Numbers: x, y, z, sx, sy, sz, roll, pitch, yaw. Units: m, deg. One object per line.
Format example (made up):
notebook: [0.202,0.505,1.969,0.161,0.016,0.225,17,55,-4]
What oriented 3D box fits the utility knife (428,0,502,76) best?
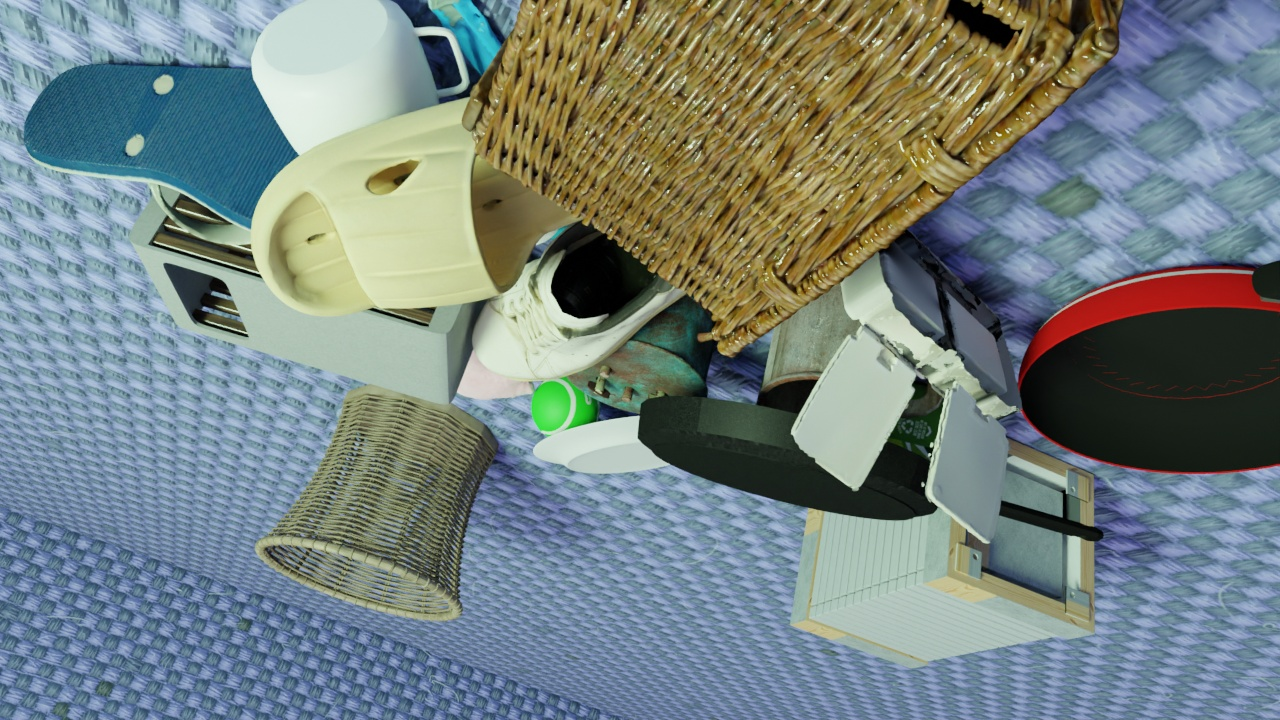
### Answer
utility knife: [-0.068,-0.158,0.574,0.031,0.015,0.196,0,149,36]

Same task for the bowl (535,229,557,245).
bowl: [-0.100,-0.126,0.614,0.110,0.040,0.110,13,152,7]

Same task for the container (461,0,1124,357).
container: [0.046,-0.147,0.398,0.183,0.161,0.251,28,149,-12]

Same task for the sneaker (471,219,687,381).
sneaker: [-0.046,-0.038,0.629,0.242,0.102,0.089,-30,93,36]

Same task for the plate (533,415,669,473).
plate: [-0.008,0.086,0.882,0.188,0.016,0.189,-7,162,-2]

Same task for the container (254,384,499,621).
container: [-0.280,0.159,1.032,0.227,0.195,0.227,12,151,7]

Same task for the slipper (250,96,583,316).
slipper: [-0.092,-0.088,0.520,0.261,0.079,0.111,-23,135,-5]

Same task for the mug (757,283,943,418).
mug: [0.150,-0.005,0.637,0.123,0.110,0.096,14,156,2]

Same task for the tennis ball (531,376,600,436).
tennis ball: [-0.071,0.044,0.867,0.065,0.065,0.065,12,151,7]

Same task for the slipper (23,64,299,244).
slipper: [-0.276,-0.139,0.617,0.295,0.118,0.060,13,165,14]

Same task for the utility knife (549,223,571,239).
utility knife: [-0.042,-0.092,0.674,0.118,0.015,0.022,15,144,6]

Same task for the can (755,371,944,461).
can: [0.167,0.046,0.737,0.144,0.082,0.083,14,151,3]

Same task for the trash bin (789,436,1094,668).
trash bin: [0.273,0.182,0.858,0.142,0.142,0.248,22,150,-12]

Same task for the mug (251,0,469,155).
mug: [-0.159,-0.164,0.533,0.115,0.094,0.068,-11,146,1]

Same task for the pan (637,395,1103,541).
pan: [0.169,0.093,0.675,0.356,0.034,0.225,16,167,-2]

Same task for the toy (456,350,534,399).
toy: [-0.144,0.006,0.851,0.093,0.050,0.102,10,147,16]

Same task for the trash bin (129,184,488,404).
trash bin: [-0.237,-0.070,0.702,0.229,0.114,0.115,17,151,-2]

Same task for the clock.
clock: [-0.005,0.005,0.761,0.121,0.073,0.158,19,151,-5]

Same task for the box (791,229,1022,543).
box: [0.168,0.003,0.562,0.145,0.185,0.066,38,148,-23]

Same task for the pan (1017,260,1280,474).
pan: [0.359,-0.024,0.543,0.209,0.067,0.357,10,150,10]
